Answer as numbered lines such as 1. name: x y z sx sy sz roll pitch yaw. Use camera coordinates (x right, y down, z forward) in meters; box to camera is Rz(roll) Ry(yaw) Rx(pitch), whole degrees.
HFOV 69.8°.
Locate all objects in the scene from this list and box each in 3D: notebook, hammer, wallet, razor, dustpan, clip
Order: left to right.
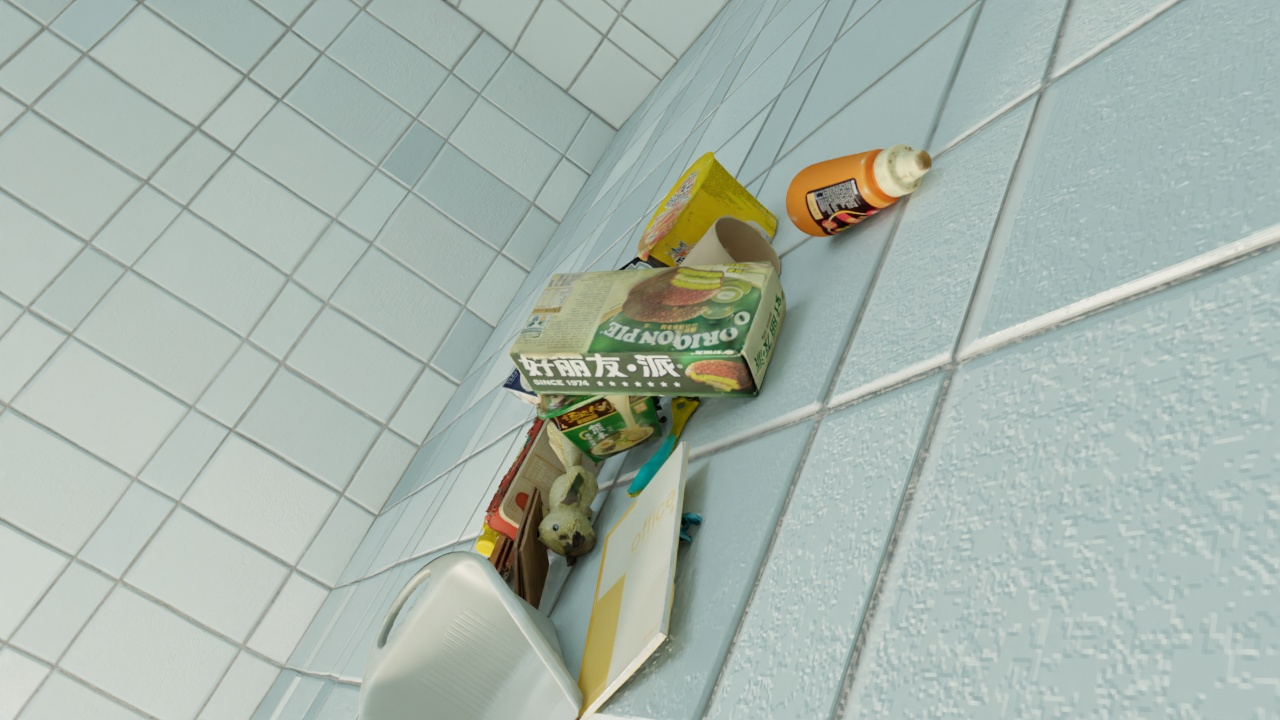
1. dustpan: -0.173 0.289 0.800 0.223 0.142 0.257 -55 8 3
2. wallet: -0.168 0.245 1.093 0.118 0.035 0.131 -68 4 -46
3. wallet: -0.113 0.203 0.940 0.101 0.020 0.115 -81 -7 -59
4. hammer: -0.127 0.137 1.240 0.302 0.033 0.128 -48 17 28
5. notebook: -0.006 0.176 0.744 0.146 0.010 0.205 -54 14 33
6. razor: 0.021 0.079 0.879 0.043 0.028 0.132 3 51 37
7. clip: 0.031 0.135 0.746 0.047 0.014 0.057 -62 16 -19

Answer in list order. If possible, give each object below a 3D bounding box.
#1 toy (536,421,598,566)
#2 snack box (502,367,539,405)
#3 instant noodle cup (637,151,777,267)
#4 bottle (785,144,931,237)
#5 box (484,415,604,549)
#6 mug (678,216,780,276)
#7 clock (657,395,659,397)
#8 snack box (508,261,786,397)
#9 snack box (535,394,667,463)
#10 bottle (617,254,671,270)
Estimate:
1. toy: -0.077 0.132 0.954 0.105 0.066 0.157 98 167 -51
2. snack box: -0.088 -0.017 1.234 0.177 0.046 0.183 -56 26 -14
3. instant noodle cup: 0.080 -0.149 1.043 0.138 0.110 0.137 -50 15 18
4. bottle: 0.190 -0.151 0.789 0.150 0.066 0.066 -11 45 61
5. box: -0.109 0.132 1.064 0.081 0.091 0.168 -31 28 54
6. mug: 0.084 -0.068 0.935 0.104 0.084 0.124 -47 42 37
7. clock: -0.006 0.006 1.081 0.117 0.060 0.158 -47 17 34
8. snack box: 0.006 -0.028 0.851 0.240 0.063 0.114 -1 47 28
9. snack box: -0.039 0.037 0.940 0.117 0.106 0.118 -22 38 5
10. bottle: 0.026 -0.107 1.140 0.194 0.044 0.080 -35 51 -6
